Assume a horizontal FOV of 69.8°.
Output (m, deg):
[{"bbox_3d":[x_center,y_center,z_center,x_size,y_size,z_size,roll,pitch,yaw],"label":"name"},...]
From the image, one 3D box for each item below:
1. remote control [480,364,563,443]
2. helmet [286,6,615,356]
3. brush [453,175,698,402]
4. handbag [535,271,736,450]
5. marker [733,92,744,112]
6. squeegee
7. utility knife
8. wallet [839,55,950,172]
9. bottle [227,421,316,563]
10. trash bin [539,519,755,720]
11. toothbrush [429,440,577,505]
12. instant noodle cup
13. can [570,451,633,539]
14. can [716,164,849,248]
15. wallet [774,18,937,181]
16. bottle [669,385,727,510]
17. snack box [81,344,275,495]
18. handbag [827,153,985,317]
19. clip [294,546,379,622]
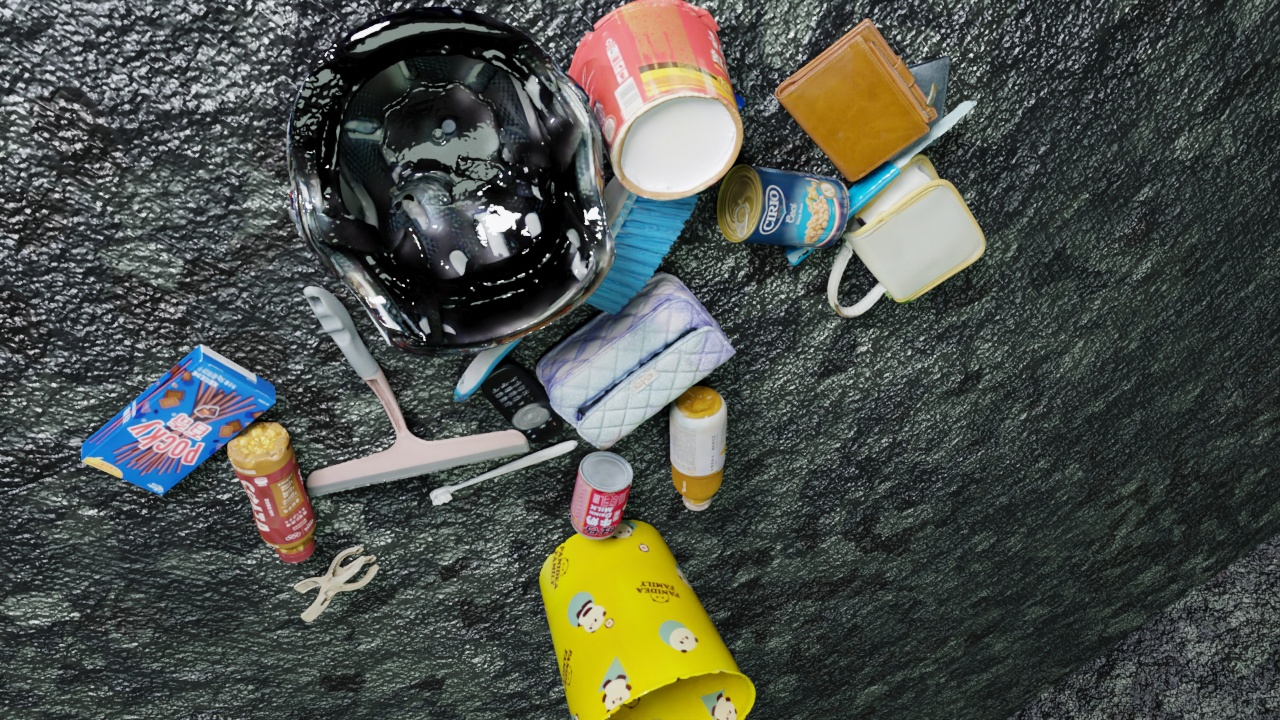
[{"bbox_3d":[-0.128,0.044,0.996,0.053,0.024,0.136,-32,138,2],"label":"remote control"},{"bbox_3d":[-0.146,-0.147,0.713,0.230,0.156,0.274,-25,126,-2],"label":"helmet"},{"bbox_3d":[-0.069,-0.064,0.893,0.109,0.060,0.315,15,123,-34],"label":"brush"},{"bbox_3d":[-0.006,0.006,0.985,0.194,0.075,0.134,-37,136,10],"label":"handbag"},{"bbox_3d":[0.039,-0.257,0.805,0.145,0.017,0.017,22,117,-40],"label":"marker"},{"bbox_3d":[-0.262,0.019,0.893,0.248,0.040,0.250,-11,131,8],"label":"squeegee"},{"bbox_3d":[0.242,-0.183,0.941,0.018,0.034,0.239,34,119,-29],"label":"utility knife"},{"bbox_3d":[0.255,-0.247,0.924,0.120,0.019,0.097,-19,135,-12],"label":"wallet"},{"bbox_3d":[-0.370,0.141,0.938,0.057,0.057,0.175,-13,135,-16],"label":"bottle"},{"bbox_3d":[-0.010,0.361,1.184,0.229,0.255,0.230,-14,135,-15],"label":"trash bin"},{"bbox_3d":[-0.157,0.129,1.066,0.180,0.016,0.016,-20,138,-9],"label":"toothbrush"},{"bbox_3d":[0.016,-0.207,0.755,0.138,0.108,0.138,-10,143,-7],"label":"instant noodle cup"},{"bbox_3d":[-0.049,0.166,1.119,0.066,0.066,0.094,-5,132,-23],"label":"can"},{"bbox_3d":[0.143,-0.151,0.913,0.111,0.075,0.075,0,130,-28],"label":"can"},{"bbox_3d":[0.212,-0.244,0.866,0.119,0.035,0.130,-36,127,23],"label":"wallet"},{"bbox_3d":[0.070,0.114,1.130,0.068,0.068,0.190,-16,135,-13],"label":"bottle"},{"bbox_3d":[-0.429,0.058,0.854,0.157,0.026,0.084,-37,137,9],"label":"snack box"},{"bbox_3d":[0.274,-0.126,1.017,0.179,0.063,0.163,-37,138,16],"label":"handbag"},{"bbox_3d":[-0.355,0.256,1.069,0.100,0.071,0.034,-37,138,0],"label":"clip"}]
